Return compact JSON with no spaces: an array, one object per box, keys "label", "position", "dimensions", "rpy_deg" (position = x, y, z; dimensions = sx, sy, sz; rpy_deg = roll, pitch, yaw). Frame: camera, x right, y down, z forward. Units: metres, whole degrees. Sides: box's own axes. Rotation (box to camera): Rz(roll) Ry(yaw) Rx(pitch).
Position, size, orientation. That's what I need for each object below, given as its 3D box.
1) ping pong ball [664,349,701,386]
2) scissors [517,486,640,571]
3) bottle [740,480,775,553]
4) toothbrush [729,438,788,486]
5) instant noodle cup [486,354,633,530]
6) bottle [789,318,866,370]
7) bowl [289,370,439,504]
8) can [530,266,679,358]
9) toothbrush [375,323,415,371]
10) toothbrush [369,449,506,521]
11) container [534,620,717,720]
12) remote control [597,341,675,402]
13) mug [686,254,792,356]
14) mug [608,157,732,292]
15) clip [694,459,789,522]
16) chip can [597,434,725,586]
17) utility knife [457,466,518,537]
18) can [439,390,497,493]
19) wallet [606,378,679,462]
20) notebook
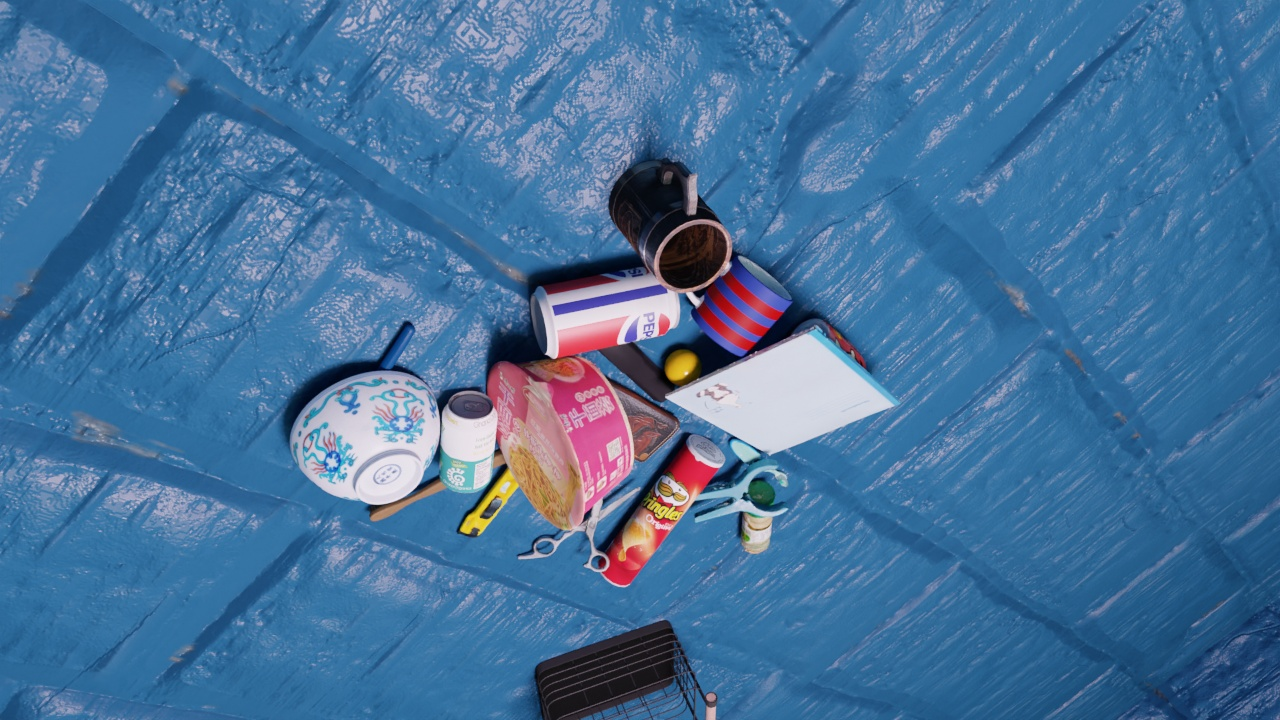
[{"label":"ping pong ball","position":[0.046,0.008,0.994],"dimensions":[0.040,0.040,0.040],"rpy_deg":[-14,131,-16]},{"label":"scissors","position":[-0.074,0.198,1.104],"dimensions":[0.162,0.014,0.142],"rpy_deg":[-7,114,-3]},{"label":"bottle","position":[0.154,0.208,1.212],"dimensions":[0.043,0.043,0.111],"rpy_deg":[-15,133,-14]},{"label":"toothbrush","position":[0.152,0.130,1.164],"dimensions":[0.022,0.017,0.135],"rpy_deg":[-37,134,17]},{"label":"instant noodle cup","position":[-0.075,0.071,0.910],"dimensions":[0.077,0.178,0.179],"rpy_deg":[-24,136,-29]},{"label":"bottle","position":[0.229,0.007,1.069],"dimensions":[0.062,0.062,0.137],"rpy_deg":[-45,132,13]},{"label":"bowl","position":[-0.250,0.088,0.874],"dimensions":[0.143,0.074,0.144],"rpy_deg":[-22,140,-20]},{"label":"can","position":[-0.035,-0.048,0.887],"dimensions":[0.132,0.070,0.070],"rpy_deg":[-13,131,-17]},{"label":"toothbrush","position":[-0.261,0.030,0.880],"dimensions":[0.014,0.014,0.168],"rpy_deg":[21,115,-43]},{"label":"toothbrush","position":[-0.213,0.132,0.988],"dimensions":[0.166,0.016,0.016],"rpy_deg":[-24,135,-9]},{"label":"container","position":[-0.027,0.495,1.299],"dimensions":[0.241,0.130,0.163],"rpy_deg":[-15,132,-15]},{"label":"remote control","position":[-0.006,0.006,0.984],"dimensions":[0.032,0.015,0.136],"rpy_deg":[-39,133,8]},{"label":"mug","position":[0.089,-0.066,0.941],"dimensions":[0.112,0.074,0.076],"rpy_deg":[34,109,-14]},{"label":"mug","position":[0.026,-0.135,0.819],"dimensions":[0.080,0.107,0.116],"rpy_deg":[-15,132,-15]},{"label":"clip","position":[0.123,0.150,1.143],"dimensions":[0.130,0.031,0.121],"rpy_deg":[6,107,1]},{"label":"chip can","position":[0.022,0.187,1.123],"dimensions":[0.051,0.051,0.215],"rpy_deg":[17,118,-36]},{"label":"utility knife","position":[-0.155,0.144,1.021],"dimensions":[0.030,0.017,0.165],"rpy_deg":[16,121,-40]},{"label":"can","position":[-0.176,0.084,0.938],"dimensions":[0.054,0.055,0.102],"rpy_deg":[-5,129,-23]},{"label":"wallet","position":[-0.018,0.069,1.027],"dimensions":[0.072,0.019,0.123],"rpy_deg":[-44,133,19]},{"label":"notebook","position":[0.168,0.043,1.036],"dimensions":[0.181,0.009,0.253],"rpy_deg":[-26,148,25]}]
